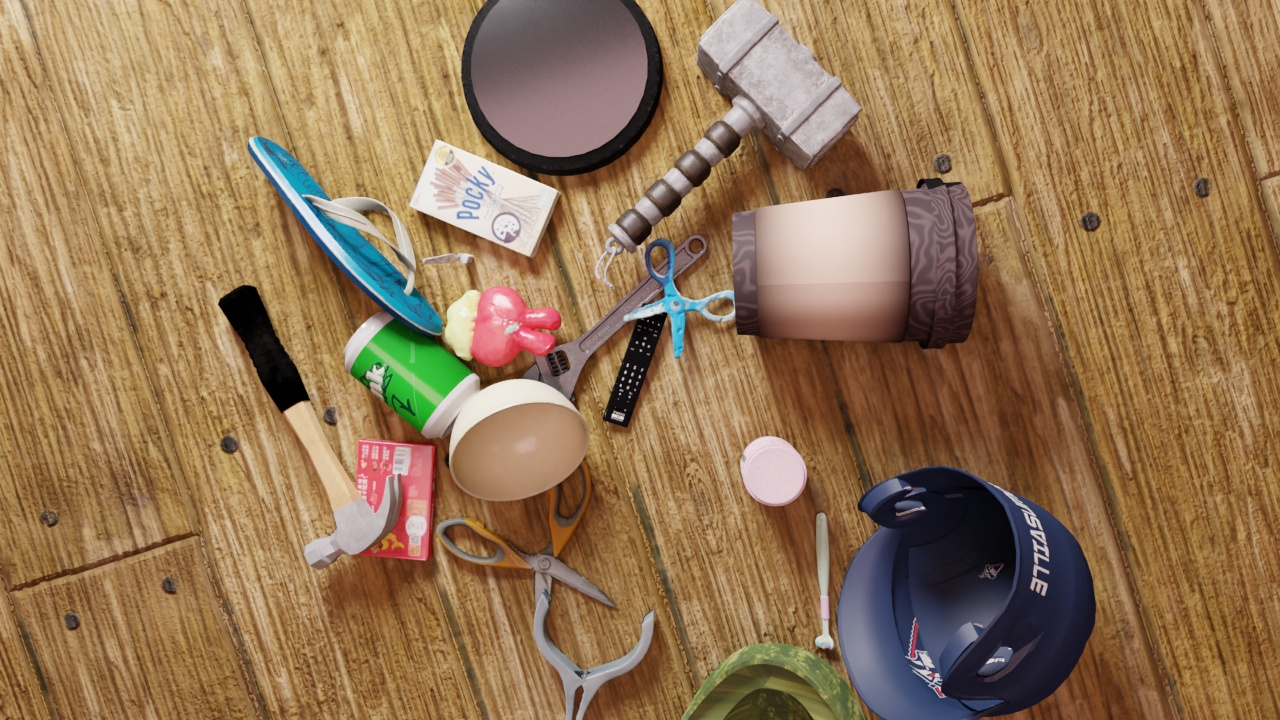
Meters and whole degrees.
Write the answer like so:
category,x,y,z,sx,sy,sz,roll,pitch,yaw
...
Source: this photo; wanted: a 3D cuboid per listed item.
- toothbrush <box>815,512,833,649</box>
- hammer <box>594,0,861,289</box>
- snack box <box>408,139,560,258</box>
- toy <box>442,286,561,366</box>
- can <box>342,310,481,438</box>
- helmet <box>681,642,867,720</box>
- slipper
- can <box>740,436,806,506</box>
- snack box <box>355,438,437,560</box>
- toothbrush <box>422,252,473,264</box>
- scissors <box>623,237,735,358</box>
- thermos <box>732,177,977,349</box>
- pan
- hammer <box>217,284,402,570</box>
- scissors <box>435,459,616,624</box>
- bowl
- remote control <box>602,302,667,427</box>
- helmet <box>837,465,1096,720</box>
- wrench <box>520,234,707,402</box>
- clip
category,x,y,z,sx,sy,sz,roll,pitch,yaw
toothbrush,0.205,0.247,1.028,0.022,0.015,0.155,0,93,35
hammer,0.062,-0.212,0.980,0.326,0.079,0.177,-45,89,2
snack box,-0.174,-0.180,1.027,0.150,0.026,0.082,23,94,1
toy,-0.155,-0.038,1.021,0.135,0.045,0.091,2,81,8
can,-0.250,0.016,1.009,0.140,0.087,0.088,40,94,1
helmet,0.135,0.424,0.929,0.213,0.246,0.243,1,133,22
slipper,-0.311,-0.146,0.995,0.060,0.118,0.295,-43,85,11
can,0.143,0.119,0.995,0.067,0.076,0.067,0,92,3
snack box,-0.281,0.159,1.050,0.089,0.021,0.133,4,93,4
toothbrush,-0.198,-0.105,0.954,0.010,0.181,0.010,13,98,0
scissors,0.043,-0.073,1.012,0.134,0.011,0.140,-16,93,-8
thermos,0.211,-0.094,0.942,0.226,0.172,0.172,-2,92,8
pan,-0.129,-0.371,1.014,0.225,0.034,0.356,-38,91,4
hammer,-0.380,0.066,1.032,0.131,0.039,0.328,-30,85,9
scissors,-0.126,0.212,1.046,0.230,0.016,0.225,9,95,2
bowl,-0.137,0.074,0.989,0.151,0.151,0.075,-29,48,4
remote control,-0.006,0.006,1.026,0.030,0.009,0.140,18,98,-12
helmet,0.318,0.251,0.927,0.273,0.232,0.223,-41,128,22
wrench,-0.030,-0.044,1.029,0.273,0.018,0.073,-42,93,3
clip,-0.051,0.318,1.036,0.165,0.032,0.164,-31,94,5
